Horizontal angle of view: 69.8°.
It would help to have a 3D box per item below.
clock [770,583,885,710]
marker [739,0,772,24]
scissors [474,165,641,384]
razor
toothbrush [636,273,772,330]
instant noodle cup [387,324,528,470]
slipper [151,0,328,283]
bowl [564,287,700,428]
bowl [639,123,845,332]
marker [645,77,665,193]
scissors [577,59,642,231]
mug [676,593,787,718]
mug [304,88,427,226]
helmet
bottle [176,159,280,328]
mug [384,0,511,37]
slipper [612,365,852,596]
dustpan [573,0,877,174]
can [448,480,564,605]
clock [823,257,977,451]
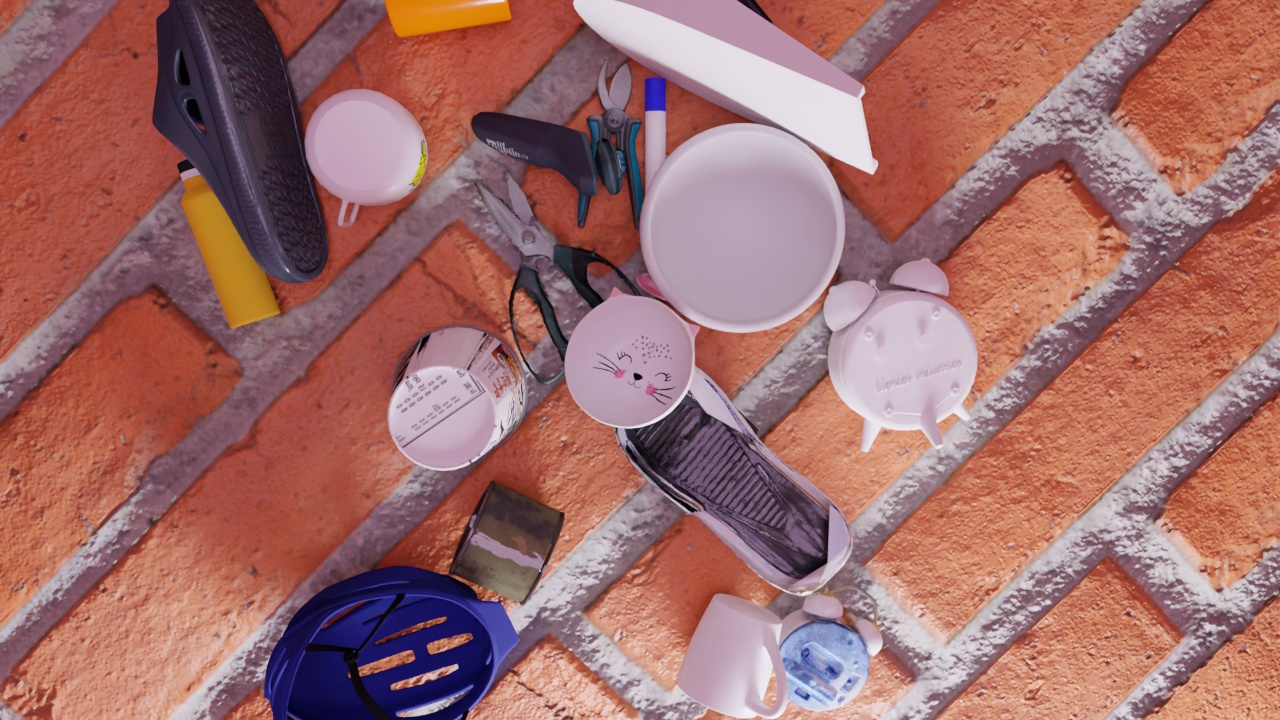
[{"bbox_3d":[0.178,0.271,0.876,0.089,0.052,0.125,37,94,-8],"label":"clock"},{"bbox_3d":[0.065,-0.347,0.801,0.011,0.011,0.152,-43,98,2],"label":"marker"},{"bbox_3d":[-0.101,-0.072,0.826,0.137,0.015,0.209,-43,99,4],"label":"scissors"},{"bbox_3d":[-0.080,-0.181,0.789,0.143,0.047,0.052,19,71,8],"label":"razor"},{"bbox_3d":[0.060,-0.053,0.840,0.135,0.016,0.021,19,95,-7],"label":"toothbrush"},{"bbox_3d":[-0.161,0.037,0.782,0.123,0.121,0.123,-1,98,-4],"label":"instant noodle cup"},{"bbox_3d":[-0.337,-0.190,0.756,0.083,0.110,0.268,-10,104,14],"label":"slipper"},{"bbox_3d":[-0.005,0.005,0.804,0.115,0.050,0.114,-3,79,14],"label":"bowl"},{"bbox_3d":[0.085,-0.115,0.807,0.176,0.066,0.176,-1,98,-4],"label":"bowl"},{"bbox_3d":[0.013,-0.177,0.816,0.020,0.020,0.141,-1,98,-4],"label":"marker"},{"bbox_3d":[-0.025,-0.181,0.814,0.126,0.019,0.154,-39,97,0],"label":"scissors"},{"bbox_3d":[0.096,0.276,0.843,0.081,0.114,0.087,20,90,-40],"label":"mug"},{"bbox_3d":[-0.233,-0.168,0.775,0.094,0.068,0.115,19,96,-7],"label":"mug"},{"bbox_3d":[-0.220,0.273,0.759,0.241,0.227,0.148,-22,107,2],"label":"helmet"},{"bbox_3d":[-0.357,-0.102,0.788,0.043,0.043,0.143,-18,99,-2],"label":"bottle"},{"bbox_3d":[-0.164,-0.330,0.761,0.096,0.078,0.112,-10,68,-3],"label":"mug"},{"bbox_3d":[0.075,0.099,0.832,0.264,0.063,0.111,41,94,14],"label":"slipper"},{"bbox_3d":[0.072,-0.246,0.716,0.258,0.191,0.053,29,95,17],"label":"dustpan"},{"bbox_3d":[-0.120,0.162,0.819,0.074,0.090,0.090,25,95,-7],"label":"can"},{"bbox_3d":[0.238,-0.003,0.831,0.125,0.073,0.161,-17,99,-2],"label":"clock"}]
